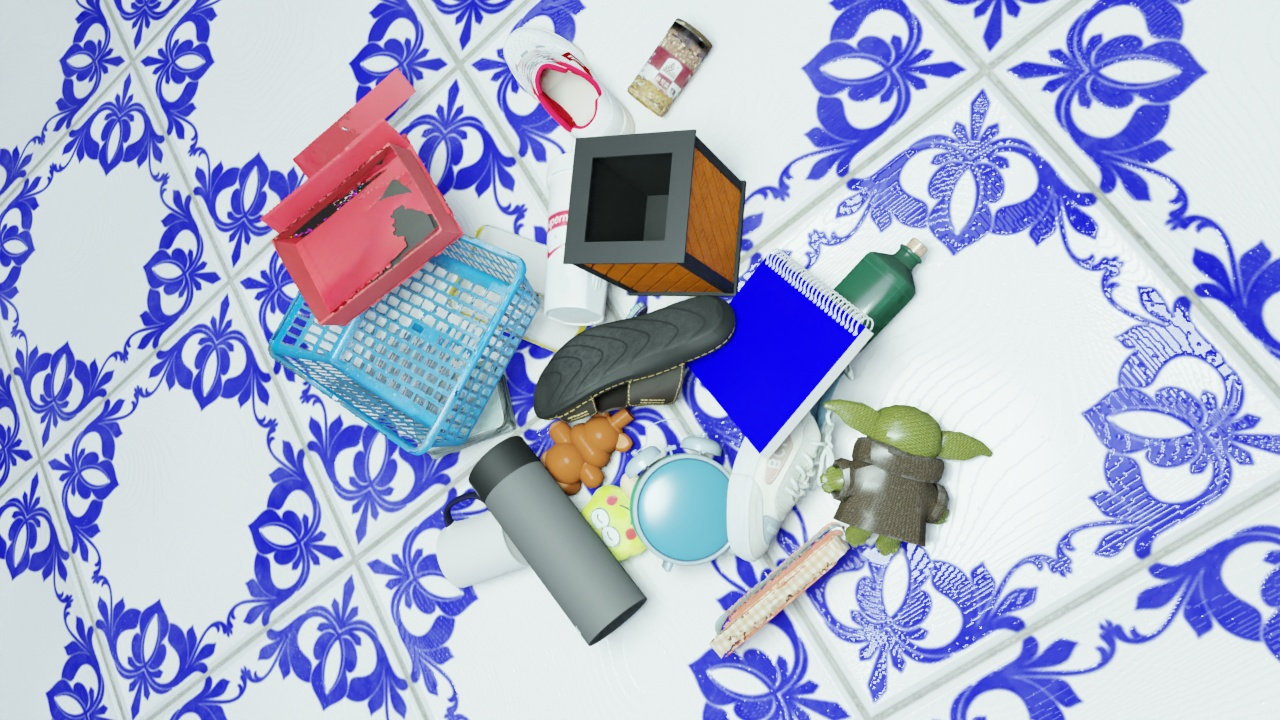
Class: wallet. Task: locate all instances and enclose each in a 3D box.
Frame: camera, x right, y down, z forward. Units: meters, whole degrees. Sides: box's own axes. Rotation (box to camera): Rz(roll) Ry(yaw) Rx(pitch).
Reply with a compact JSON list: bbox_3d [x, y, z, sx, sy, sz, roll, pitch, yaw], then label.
[{"bbox_3d":[-0.229,0.063,1.186,0.132,0.054,0.100,-20,74,18],"label":"wallet"}]

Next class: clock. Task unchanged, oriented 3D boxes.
[{"bbox_3d":[0.045,0.145,1.020,0.122,0.075,0.161,-14,85,-4],"label":"clock"}]

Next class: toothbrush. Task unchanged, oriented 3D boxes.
[{"bbox_3d":[-0.055,0.001,1.137,0.189,0.016,0.017,-49,57,10],"label":"toothbrush"}]

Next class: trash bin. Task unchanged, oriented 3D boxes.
[{"bbox_3d":[0.022,-0.158,1.038,0.140,0.171,0.139,2,83,25],"label":"trash bin"}]

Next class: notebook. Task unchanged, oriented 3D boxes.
[{"bbox_3d":[0.141,-0.016,0.984,0.172,0.022,0.209,-52,32,10],"label":"notebook"}]

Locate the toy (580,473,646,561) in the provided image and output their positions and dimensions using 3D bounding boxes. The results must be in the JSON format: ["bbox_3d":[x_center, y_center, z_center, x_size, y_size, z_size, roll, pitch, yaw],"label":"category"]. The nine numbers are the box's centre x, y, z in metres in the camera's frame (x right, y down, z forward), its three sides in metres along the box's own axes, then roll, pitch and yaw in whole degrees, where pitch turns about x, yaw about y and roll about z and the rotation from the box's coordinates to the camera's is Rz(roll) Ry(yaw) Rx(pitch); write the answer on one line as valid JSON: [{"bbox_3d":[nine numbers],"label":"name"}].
[{"bbox_3d":[-0.011,0.177,1.075,0.115,0.046,0.092,-38,71,6],"label":"toy"}]

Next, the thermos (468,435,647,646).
[{"bbox_3d":[-0.099,0.203,1.051,0.082,0.082,0.240,-45,71,12],"label":"thermos"}]

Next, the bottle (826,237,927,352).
[{"bbox_3d":[0.253,-0.076,0.981,0.131,0.061,0.061,-48,64,11],"label":"bottle"}]

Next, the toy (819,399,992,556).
[{"bbox_3d":[0.256,0.120,0.936,0.179,0.078,0.152,16,87,-5],"label":"toy"}]

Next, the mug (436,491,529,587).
[{"bbox_3d":[-0.195,0.213,1.125,0.097,0.078,0.112,-22,101,20],"label":"mug"}]

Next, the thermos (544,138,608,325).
[{"bbox_3d":[-0.070,-0.157,1.110,0.099,0.099,0.220,-5,73,24],"label":"thermos"}]

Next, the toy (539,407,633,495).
[{"bbox_3d":[-0.062,0.102,1.108,0.128,0.065,0.095,-39,76,6],"label":"toy"}]

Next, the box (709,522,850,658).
[{"bbox_3d":[0.149,0.244,0.978,0.187,0.082,0.042,-43,79,11],"label":"box"}]

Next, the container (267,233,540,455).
[{"bbox_3d":[-0.297,-0.048,1.170,0.362,0.089,0.257,25,85,37],"label":"container"}]

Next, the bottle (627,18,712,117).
[{"bbox_3d":[0.035,-0.358,1.125,0.056,0.056,0.105,41,100,24],"label":"bottle"}]

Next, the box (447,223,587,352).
[{"bbox_3d":[-0.150,-0.094,1.186,0.210,0.036,0.129,22,88,27],"label":"box"}]

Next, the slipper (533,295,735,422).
[{"bbox_3d":[-0.007,0.006,1.077,0.268,0.076,0.112,-23,47,17],"label":"slipper"}]

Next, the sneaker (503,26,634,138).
[{"bbox_3d":[-0.111,-0.360,1.165,0.090,0.104,0.236,-43,68,13],"label":"sneaker"}]

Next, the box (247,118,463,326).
[{"bbox_3d":[-0.338,-0.154,1.112,0.215,0.153,0.164,-35,37,14],"label":"box"}]

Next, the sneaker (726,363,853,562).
[{"bbox_3d":[0.163,0.099,0.971,0.091,0.089,0.242,11,76,33],"label":"sneaker"}]
